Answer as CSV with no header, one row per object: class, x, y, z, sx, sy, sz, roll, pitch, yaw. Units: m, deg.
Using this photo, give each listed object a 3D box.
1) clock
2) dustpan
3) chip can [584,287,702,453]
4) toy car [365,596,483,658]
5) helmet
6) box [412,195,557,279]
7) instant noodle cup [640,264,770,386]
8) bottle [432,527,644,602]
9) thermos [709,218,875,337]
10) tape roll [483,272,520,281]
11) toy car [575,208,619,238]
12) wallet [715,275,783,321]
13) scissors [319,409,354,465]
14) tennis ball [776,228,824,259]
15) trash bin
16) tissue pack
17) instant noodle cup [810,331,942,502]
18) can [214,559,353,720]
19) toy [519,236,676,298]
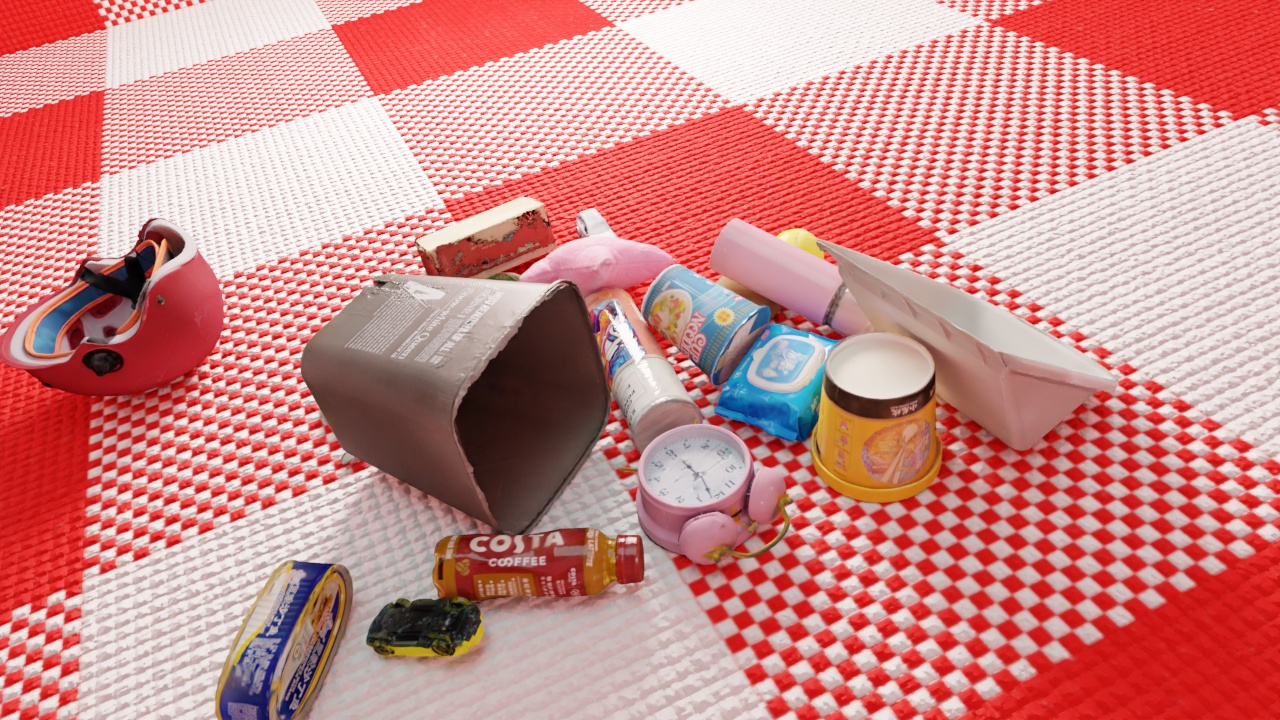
clock,0.062,0.120,0.811,0.117,0.060,0.158,-31,45,-23
dustpan,0.321,-0.036,0.844,0.142,0.258,0.222,-43,45,-3
chip can,-0.006,0.006,0.957,0.071,0.071,0.214,-17,39,-9
toy car,-0.178,0.224,0.761,0.105,0.032,0.048,-6,38,23
helmet,-0.602,-0.038,1.088,0.240,0.144,0.207,-35,43,-7
box,-0.201,-0.158,1.179,0.168,0.077,0.091,-26,28,-17
instant noodle cup,0.063,-0.043,0.958,0.110,0.099,0.099,36,55,21
bottle,-0.085,0.173,0.781,0.175,0.057,0.057,-5,39,7
thermos,0.181,-0.094,1.007,0.199,0.067,0.087,28,67,20
tape roll,-0.181,-0.081,1.144,0.086,0.014,0.085,-6,39,5
toy car,-0.057,-0.169,1.211,0.043,0.034,0.090,-16,41,-13
wallet,0.110,-0.063,1.047,0.090,0.033,0.115,23,48,30
scissors,-0.284,0.048,1.008,0.179,0.019,0.169,22,49,32
tennis ball,0.181,-0.121,1.074,0.065,0.065,0.065,-6,39,5
trash bin,-0.176,0.024,0.871,0.220,0.199,0.198,14,47,28
tissue pack,0.148,0.016,0.925,0.095,0.052,0.156,16,46,28
instant noodle cup,0.213,0.046,0.826,0.118,0.115,0.118,-6,38,5
can,-0.285,0.229,0.744,0.049,0.075,0.147,1,40,9
toy,-0.046,-0.109,1.076,0.178,0.074,0.194,-8,7,4
